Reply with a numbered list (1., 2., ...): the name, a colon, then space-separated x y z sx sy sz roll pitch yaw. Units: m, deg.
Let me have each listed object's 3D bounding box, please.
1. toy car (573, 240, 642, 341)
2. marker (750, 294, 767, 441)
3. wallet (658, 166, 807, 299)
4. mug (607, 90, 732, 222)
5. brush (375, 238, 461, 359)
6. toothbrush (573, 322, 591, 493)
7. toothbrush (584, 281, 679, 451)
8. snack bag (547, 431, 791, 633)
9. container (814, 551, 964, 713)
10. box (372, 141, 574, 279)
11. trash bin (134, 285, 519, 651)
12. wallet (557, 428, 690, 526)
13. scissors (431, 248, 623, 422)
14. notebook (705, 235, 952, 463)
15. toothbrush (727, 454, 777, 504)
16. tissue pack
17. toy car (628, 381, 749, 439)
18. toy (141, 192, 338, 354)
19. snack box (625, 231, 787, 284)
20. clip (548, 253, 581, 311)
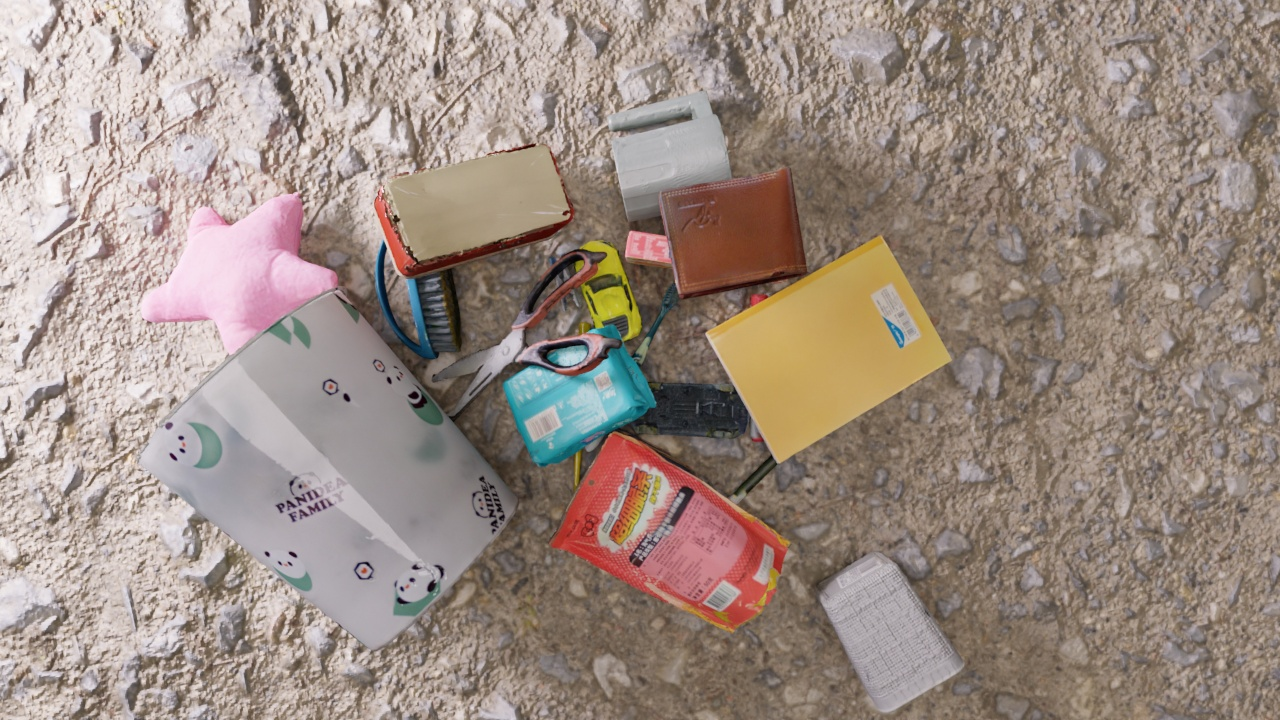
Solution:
1. toy car: -0.033 -0.067 0.898 0.048 0.032 0.105 -19 89 1
2. marker: 0.117 0.008 0.906 0.017 0.017 0.145 0 91 0
3. wallet: 0.083 -0.115 0.823 0.124 0.032 0.101 -11 83 -2
4. mug: 0.026 -0.198 0.880 0.103 0.084 0.123 -13 64 1
5. brush: -0.218 -0.071 0.886 0.073 0.055 0.144 -10 91 -1
6. toothbrush: -0.056 0.057 0.907 0.016 0.016 0.190 2 90 -5
7. toothbrush: -0.005 0.005 0.900 0.016 0.018 0.191 30 86 -14
8. snack bag: 0.032 0.166 0.864 0.208 0.073 0.128 31 95 -9
9. container: 0.230 0.253 0.874 0.090 0.090 0.114 -31 87 0
10. box: -0.151 -0.143 0.843 0.168 0.078 0.091 -21 91 -26
11. trash bin: -0.260 0.102 0.815 0.229 0.229 0.252 -44 96 0
12. wallet: -0.016 0.132 0.893 0.090 0.033 0.115 28 91 -15
13. scissors: -0.106 -0.019 0.866 0.227 0.015 0.188 5 72 33
14. notebook: 0.185 -0.013 0.891 0.206 0.010 0.146 -30 90 -9
15. toothbrush: 0.101 0.134 0.910 0.186 0.012 0.017 -45 96 0
16. tissue pack: -0.059 0.033 0.868 0.134 0.050 0.093 -30 72 16
17. toy car: 0.047 0.048 0.896 0.120 0.037 0.054 2 88 1
18. toy: -0.365 -0.086 0.868 0.195 0.074 0.178 20 74 21
19. snack box: 0.062 -0.097 0.875 0.153 0.075 0.025 9 92 0
20. clip: -0.073 -0.077 0.902 0.036 0.025 0.058 -14 96 7
